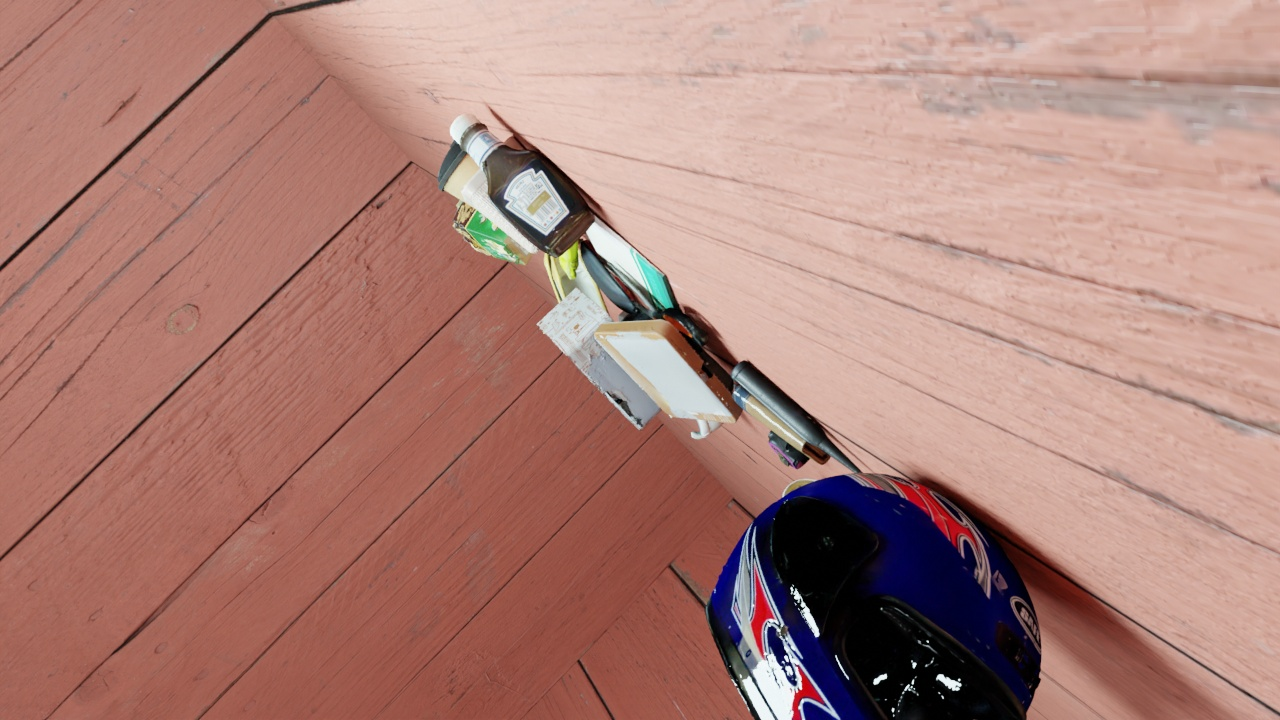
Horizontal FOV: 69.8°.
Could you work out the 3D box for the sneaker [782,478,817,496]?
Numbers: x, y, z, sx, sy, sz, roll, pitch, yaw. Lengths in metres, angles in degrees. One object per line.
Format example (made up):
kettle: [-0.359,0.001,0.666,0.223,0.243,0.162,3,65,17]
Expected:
sneaker: [0.291,0.258,1.252,0.241,0.118,0.088,36,152,29]

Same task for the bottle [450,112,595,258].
bottle: [-0.139,-0.203,1.028,0.195,0.080,0.044,46,-178,13]

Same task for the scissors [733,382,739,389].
scissors: [0.142,0.046,1.217,0.073,0.017,0.137,36,-178,-12]

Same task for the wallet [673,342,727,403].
wallet: [0.087,0.014,1.356,0.115,0.024,0.087,45,-179,17]

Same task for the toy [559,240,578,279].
toy: [-0.098,-0.155,1.222,0.096,0.031,0.100,-102,7,-51]

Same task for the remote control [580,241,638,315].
remote control: [-0.047,-0.105,1.201,0.136,0.024,0.053,53,177,34]

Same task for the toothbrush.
toothbrush: [0.184,0.077,1.009,0.212,0.027,0.026,43,-140,20]

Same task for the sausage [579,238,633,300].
sausage: [-0.047,-0.125,1.301,0.020,0.020,0.156,41,174,41]

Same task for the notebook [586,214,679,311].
notebook: [-0.009,-0.112,1.138,0.150,0.012,0.209,42,175,18]

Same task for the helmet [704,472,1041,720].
helmet: [0.209,0.233,0.770,0.247,0.240,0.315,47,-174,-32]

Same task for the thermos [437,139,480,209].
thermos: [-0.221,-0.252,1.324,0.143,0.093,0.093,37,177,-10]

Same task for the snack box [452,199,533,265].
snack box: [-0.208,-0.217,1.436,0.106,0.117,0.118,29,171,28]

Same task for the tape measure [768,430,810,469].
tape measure: [0.191,0.112,1.176,0.058,0.039,0.057,47,175,-30]

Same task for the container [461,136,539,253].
container: [-0.144,-0.195,1.112,0.111,0.090,0.090,43,176,-6]

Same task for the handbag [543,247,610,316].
handbag: [-0.103,-0.118,1.380,0.178,0.063,0.163,-118,6,-48]

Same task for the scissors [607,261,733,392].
scissors: [0.043,-0.042,1.144,0.221,0.021,0.235,49,174,-15]

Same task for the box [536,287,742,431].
box: [-0.006,0.007,1.181,0.179,0.110,0.259,48,175,-32]

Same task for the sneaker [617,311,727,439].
sneaker: [0.038,0.025,1.450,0.242,0.090,0.089,45,175,10]

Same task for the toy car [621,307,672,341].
toy car: [0.007,-0.042,1.344,0.037,0.054,0.120,49,174,-31]

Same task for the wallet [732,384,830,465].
wallet: [0.168,0.075,1.084,0.115,0.033,0.090,41,-177,35]
